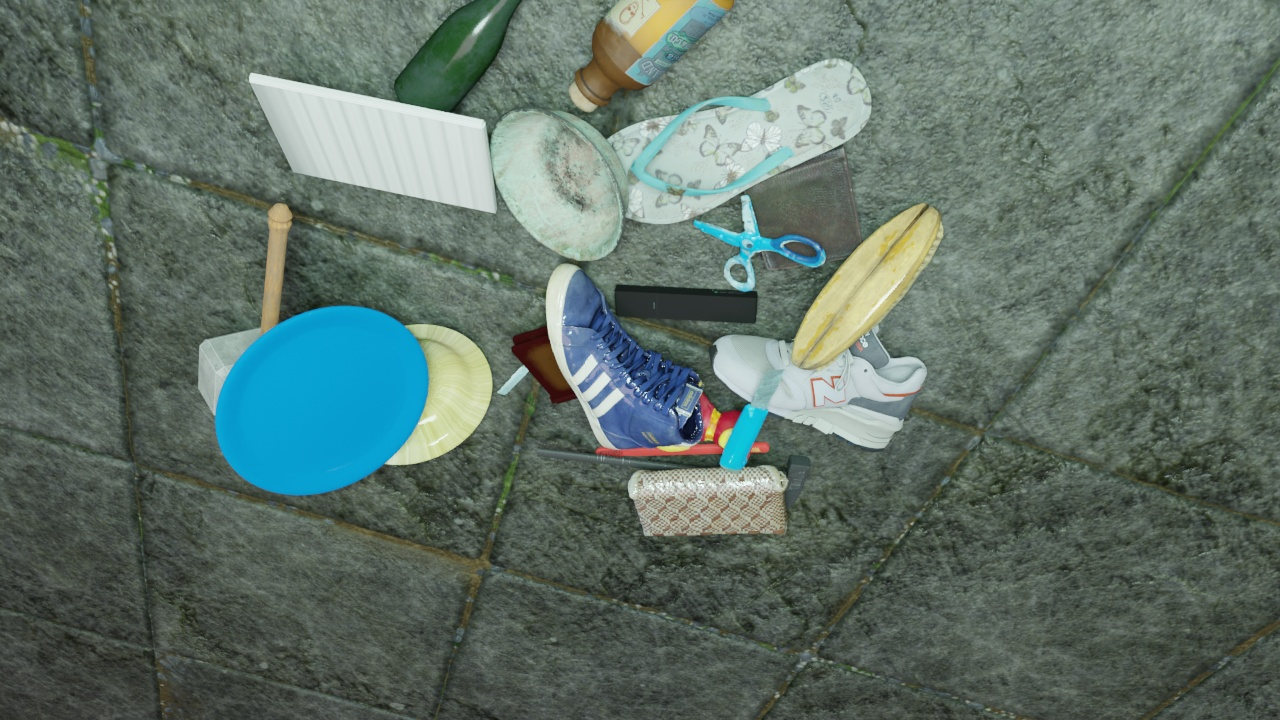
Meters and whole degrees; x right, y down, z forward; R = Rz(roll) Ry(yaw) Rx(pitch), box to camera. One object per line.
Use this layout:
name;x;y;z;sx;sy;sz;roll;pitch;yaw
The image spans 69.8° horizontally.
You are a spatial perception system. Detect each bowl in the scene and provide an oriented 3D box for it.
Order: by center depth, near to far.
bowl;-0.068;-0.169;0.852;0.157;0.038;0.158;27;142;23

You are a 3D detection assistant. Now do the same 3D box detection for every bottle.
bottle;0.000;-0.269;0.768;0.068;0.067;0.157;39;125;-22
bottle;-0.144;-0.280;0.792;0.055;0.055;0.175;39;124;-22

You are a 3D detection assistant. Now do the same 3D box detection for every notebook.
notebook;-0.243;-0.200;0.862;0.210;0.009;0.143;12;157;1

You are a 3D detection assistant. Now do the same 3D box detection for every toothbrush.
toothbrush;0.049;0.112;1.110;0.213;0.017;0.012;-3;129;12

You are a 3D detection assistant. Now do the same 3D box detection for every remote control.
remote control;0.048;-0.060;0.970;0.150;0.013;0.034;3;132;7

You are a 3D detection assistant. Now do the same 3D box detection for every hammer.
hammer;-0.391;-0.035;0.967;0.162;0.082;0.319;48;135;25
hammer;0.036;0.135;1.116;0.325;0.015;0.095;7;134;-2

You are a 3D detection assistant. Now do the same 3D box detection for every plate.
plate;-0.332;0.041;0.967;0.223;0.024;0.225;-22;130;-29
plate;-0.265;0.033;1.053;0.184;0.036;0.185;-14;125;-20

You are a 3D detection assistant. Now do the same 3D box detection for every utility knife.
utility knife;0.115;0.066;0.952;0.031;0.015;0.222;10;148;-4
utility knife;-0.116;-0.006;1.040;0.022;0.015;0.167;35;124;-18

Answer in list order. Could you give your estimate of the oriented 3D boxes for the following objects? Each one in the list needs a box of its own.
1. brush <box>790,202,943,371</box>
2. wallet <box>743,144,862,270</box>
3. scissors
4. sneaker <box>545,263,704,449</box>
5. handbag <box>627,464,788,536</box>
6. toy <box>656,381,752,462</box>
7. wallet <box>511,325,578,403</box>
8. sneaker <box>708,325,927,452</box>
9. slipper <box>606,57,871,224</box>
brush;0.216;-0.066;0.878;0.195;0.059;0.043;-51;151;13
wallet;0.155;-0.143;0.875;0.099;0.031;0.120;-8;130;19
scissors;0.116;-0.108;0.890;0.140;0.011;0.134;16;145;23
sneaker;-0.006;0.007;0.954;0.119;0.091;0.233;5;128;30
handbag;0.085;0.168;1.102;0.186;0.046;0.124;-3;142;9
toy;0.064;0.068;1.050;0.137;0.067;0.106;13;129;14
wallet;-0.083;0.005;1.031;0.092;0.018;0.116;-16;136;16
sneaker;0.198;0.005;0.961;0.239;0.088;0.125;24;125;-21
slipper;0.073;-0.185;0.819;0.269;0.054;0.098;-15;107;20
